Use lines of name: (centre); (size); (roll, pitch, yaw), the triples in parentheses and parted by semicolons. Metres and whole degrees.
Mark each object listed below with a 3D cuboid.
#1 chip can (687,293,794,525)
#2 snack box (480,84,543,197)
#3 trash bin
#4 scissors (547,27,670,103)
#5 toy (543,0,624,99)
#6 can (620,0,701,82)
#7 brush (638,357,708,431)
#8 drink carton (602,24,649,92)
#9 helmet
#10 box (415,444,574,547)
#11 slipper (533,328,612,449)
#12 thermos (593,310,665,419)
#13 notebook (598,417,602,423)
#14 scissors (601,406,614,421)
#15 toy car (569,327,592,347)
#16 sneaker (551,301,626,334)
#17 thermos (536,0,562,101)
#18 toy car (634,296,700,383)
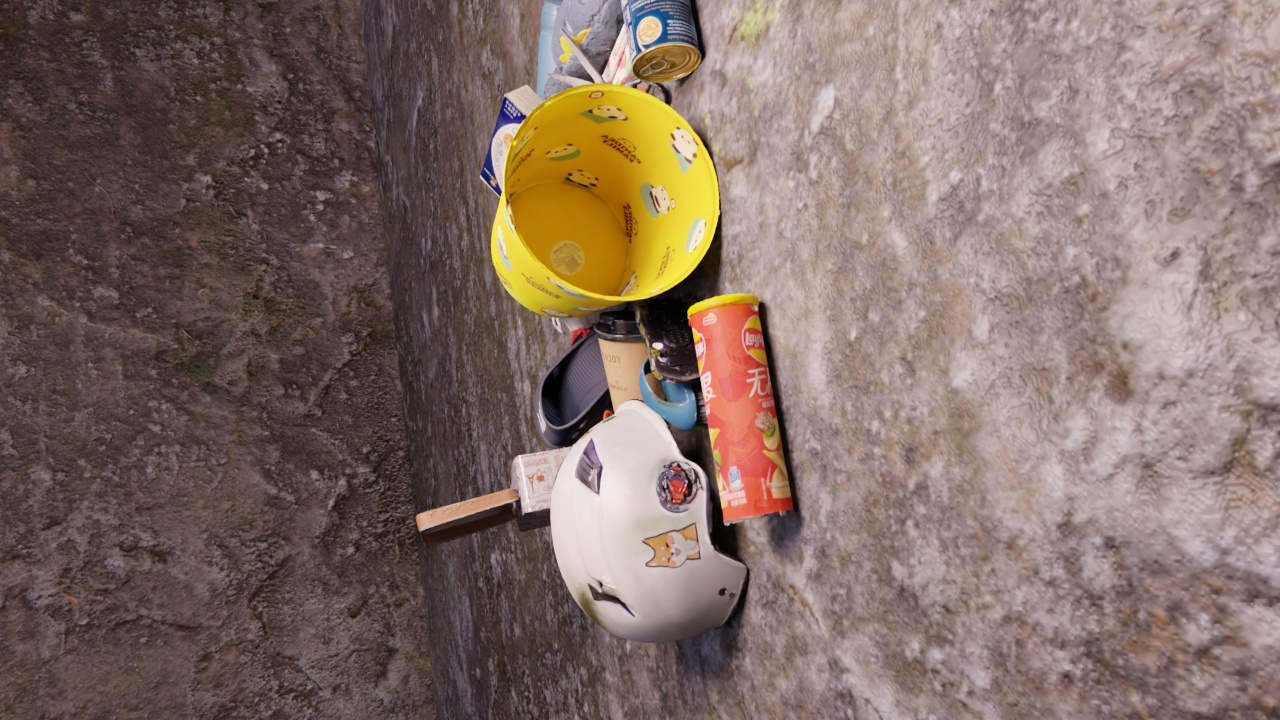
chip can: (0.097, 0.048, 0.894); (0.073, 0.073, 0.216); (154, 109, -65)
snack box: (-0.137, -0.263, 1.301); (0.178, 0.045, 0.183); (46, 146, 7)
trash bin: (-0.064, -0.158, 1.056); (0.256, 0.229, 0.229); (158, 107, -71)
scissors: (-0.038, -0.322, 1.098); (0.160, 0.014, 0.181); (-6, 125, 44)
toy: (-0.055, -0.431, 1.132); (0.358, 0.091, 0.137); (124, 154, -48)
can: (0.020, -0.370, 0.991); (0.075, 0.075, 0.111); (147, 117, -64)
brush: (0.036, 0.029, 1.009); (0.143, 0.073, 0.055); (-113, 24, -59)
drink carton: (-0.008, -0.359, 1.094); (0.123, 0.045, 0.053); (126, 135, -56)
helmet: (-0.018, 0.196, 1.025); (0.274, 0.156, 0.231); (66, 153, 2)
box: (-0.172, 0.190, 1.243); (0.177, 0.260, 0.082); (116, 140, -69)
slipper: (-0.103, 0.043, 1.282); (0.110, 0.083, 0.269); (59, 138, 16)
thermos: (-0.007, 0.006, 1.109); (0.093, 0.093, 0.143); (-147, 49, -61)
notebook: (-0.071, 0.116, 1.365); (0.211, 0.012, 0.150); (-122, 35, -47)
scissors: (0.008, 0.141, 1.170); (0.224, 0.021, 0.205); (53, 144, 38)
toy car: (-0.091, 0.000, 1.346); (0.049, 0.031, 0.106); (43, 123, 54)
sneaker: (-0.112, -0.092, 1.291); (0.242, 0.090, 0.089); (30, 153, 58)
thermos: (-0.117, -0.398, 1.315); (0.070, 0.070, 0.221); (-138, 49, -58)
toy car: (0.036, -0.022, 0.997); (0.158, 0.070, 0.042); (-104, 12, -52)
